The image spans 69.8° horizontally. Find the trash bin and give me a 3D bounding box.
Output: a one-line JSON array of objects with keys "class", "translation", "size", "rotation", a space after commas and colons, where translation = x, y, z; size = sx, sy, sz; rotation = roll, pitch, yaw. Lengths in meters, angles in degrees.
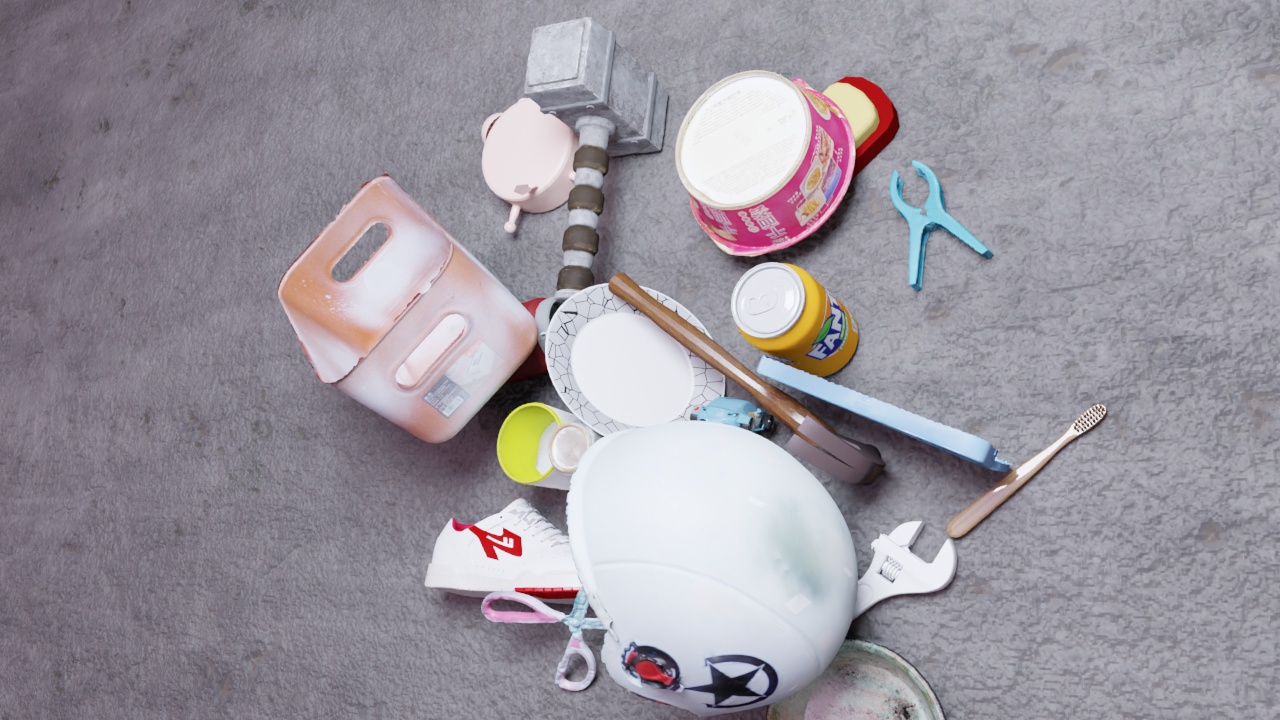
[{"class": "trash bin", "translation": [-0.245, -0.055, 0.969], "size": [0.181, 0.157, 0.260], "rotation": [-48, 43, -1]}]

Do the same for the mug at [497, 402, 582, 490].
[{"class": "mug", "translation": [-0.086, 0.094, 0.964], "size": [0.083, 0.106, 0.082], "rotation": [-8, 73, 29]}]

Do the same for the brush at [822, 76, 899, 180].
[{"class": "brush", "translation": [0.176, -0.210, 0.924], "size": [0.174, 0.041, 0.082], "rotation": [-45, 60, 13]}]

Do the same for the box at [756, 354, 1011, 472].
[{"class": "box", "translation": [0.208, 0.048, 0.791], "size": [0.209, 0.125, 0.021], "rotation": [24, 89, 32]}]

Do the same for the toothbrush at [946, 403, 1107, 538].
[{"class": "toothbrush", "translation": [0.325, 0.094, 0.776], "size": [0.167, 0.016, 0.016], "rotation": [-45, 61, 14]}]

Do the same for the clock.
[{"class": "clock", "translation": [-0.131, -0.252, 1.097], "size": [0.131, 0.086, 0.160], "rotation": [-24, 60, 23]}]

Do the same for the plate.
[{"class": "plate", "translation": [-0.005, 0.006, 0.918], "size": [0.016, 0.188, 0.188], "rotation": [-56, 48, 53]}]

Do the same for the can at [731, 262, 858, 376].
[{"class": "can", "translation": [0.142, -0.036, 0.840], "size": [0.079, 0.142, 0.079], "rotation": [-8, 73, 28]}]

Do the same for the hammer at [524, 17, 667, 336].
[{"class": "hammer", "translation": [-0.056, -0.177, 0.975], "size": [0.080, 0.176, 0.326], "rotation": [1, 79, 30]}]

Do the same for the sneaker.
[{"class": "sneaker", "translation": [-0.120, 0.200, 0.978], "size": [0.237, 0.090, 0.104], "rotation": [-6, 66, 32]}]

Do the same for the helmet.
[{"class": "helmet", "translation": [0.076, 0.155, 0.748], "size": [0.164, 0.264, 0.235], "rotation": [-25, 30, 35]}]

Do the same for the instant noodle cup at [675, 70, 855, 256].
[{"class": "instant noodle cup", "translation": [0.110, -0.201, 0.889], "size": [0.179, 0.077, 0.178], "rotation": [-8, 73, 28]}]

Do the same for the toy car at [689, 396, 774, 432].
[{"class": "toy car", "translation": [0.089, 0.049, 0.869], "size": [0.060, 0.107, 0.027], "rotation": [10, 94, 26]}]

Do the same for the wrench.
[{"class": "wrench", "translation": [0.167, 0.238, 0.832], "size": [0.274, 0.018, 0.066], "rotation": [-41, 61, 16]}]

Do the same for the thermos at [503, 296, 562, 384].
[{"class": "thermos", "translation": [-0.168, -0.008, 1.040], "size": [0.199, 0.107, 0.084], "rotation": [-15, 107, 29]}]

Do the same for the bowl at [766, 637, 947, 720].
[{"class": "bowl", "translation": [0.188, 0.319, 0.785], "size": [0.158, 0.038, 0.157], "rotation": [-8, 74, 29]}]

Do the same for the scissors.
[{"class": "scissors", "translation": [-0.073, 0.272, 0.912], "size": [0.171, 0.013, 0.173], "rotation": [-3, 119, 18]}]

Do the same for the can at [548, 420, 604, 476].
[{"class": "can", "translation": [-0.034, 0.095, 0.915], "size": [0.054, 0.135, 0.054], "rotation": [-8, 75, 30]}]

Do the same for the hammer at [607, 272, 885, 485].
[{"class": "hammer", "translation": [0.088, 0.010, 0.862], "size": [0.323, 0.115, 0.033], "rotation": [39, 103, 27]}]

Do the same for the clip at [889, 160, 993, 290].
[{"class": "clip", "translation": [0.262, -0.128, 0.865], "size": [0.104, 0.027, 0.120], "rotation": [-22, 68, 22]}]
